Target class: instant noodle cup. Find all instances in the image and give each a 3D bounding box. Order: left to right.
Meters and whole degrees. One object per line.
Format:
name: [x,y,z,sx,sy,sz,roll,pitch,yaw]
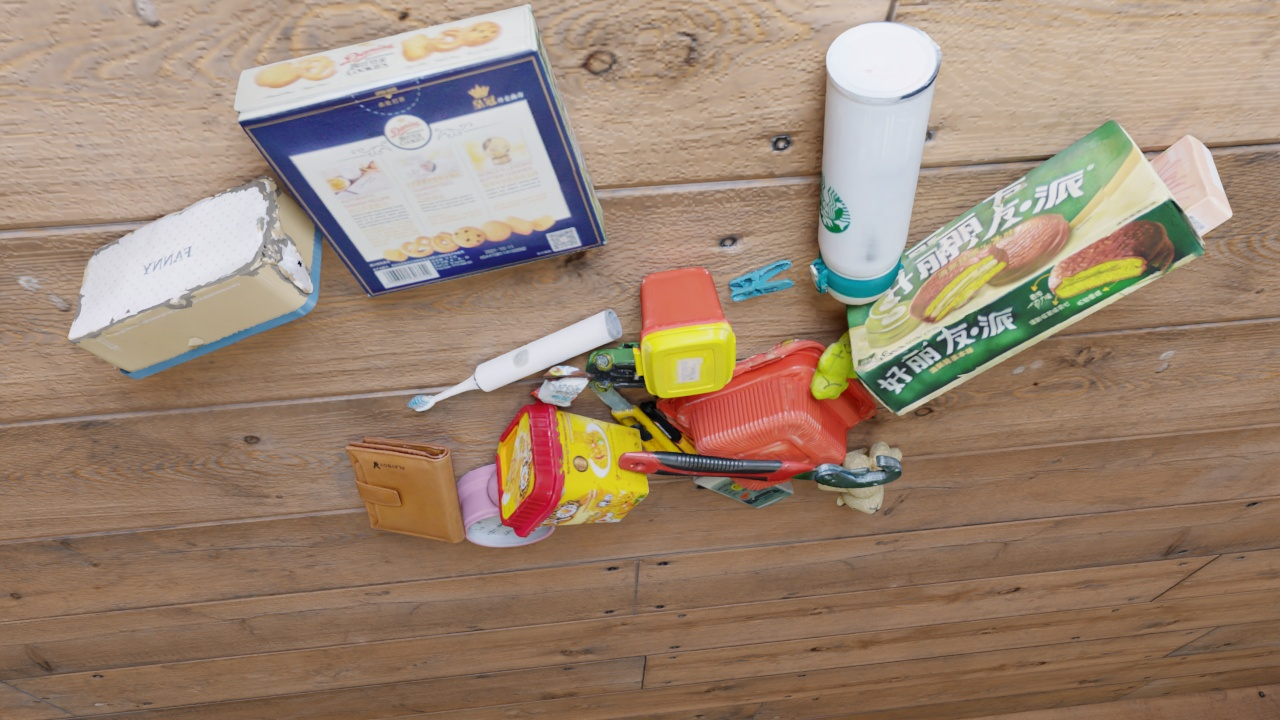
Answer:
instant noodle cup: [-0.066,0.109,0.903,0.123,0.116,0.116,9,144,-27]
instant noodle cup: [0.125,0.064,0.908,0.189,0.079,0.164,-22,141,29]

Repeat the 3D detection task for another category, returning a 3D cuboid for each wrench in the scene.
wrench: [0.115,0.103,0.879,0.273,0.016,0.056,3,146,-5]

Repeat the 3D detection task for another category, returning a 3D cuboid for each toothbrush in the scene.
toothbrush: [-0.117,0.006,0.816,0.221,0.026,0.026,-21,152,21]

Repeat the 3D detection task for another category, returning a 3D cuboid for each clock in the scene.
clock: [-0.134,0.155,1.010,0.117,0.059,0.159,20,138,-36]

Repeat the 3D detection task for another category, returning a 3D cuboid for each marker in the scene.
marker: [0.031,0.072,0.958,0.015,0.018,0.124,-52,140,-6]

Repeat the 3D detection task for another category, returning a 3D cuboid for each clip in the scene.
clip: [0.099,-0.065,0.756,0.056,0.041,0.014,-15,146,23]

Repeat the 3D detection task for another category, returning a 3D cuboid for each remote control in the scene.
remote control: [0.121,0.144,1.083,0.056,0.019,0.135,-30,141,31]

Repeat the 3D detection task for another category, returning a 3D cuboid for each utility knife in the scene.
utility knife: [-0.003,0.069,0.946,0.033,0.015,0.217,-21,145,16]

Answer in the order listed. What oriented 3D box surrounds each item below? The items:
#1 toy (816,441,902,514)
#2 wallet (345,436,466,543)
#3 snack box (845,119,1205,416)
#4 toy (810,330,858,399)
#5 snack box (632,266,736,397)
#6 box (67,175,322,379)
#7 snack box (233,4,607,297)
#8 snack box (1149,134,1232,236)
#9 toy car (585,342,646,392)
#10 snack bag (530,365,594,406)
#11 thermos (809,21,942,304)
toy: [0.257,0.132,1.050,0.105,0.066,0.157,-26,154,-2]
wallet: [-0.239,0.133,0.944,0.108,0.031,0.132,7,131,7]
snack box: [0.269,-0.064,0.682,0.241,0.114,0.063,-34,117,30]
toy: [0.193,-0.008,0.824,0.100,0.031,0.097,-23,138,-31]
snack box: [0.033,-0.024,0.750,0.082,0.080,0.091,-9,148,0]
box: [-0.309,-0.053,0.630,0.185,0.089,0.060,-17,147,19]
snack box: [-0.129,-0.125,0.593,0.178,0.045,0.183,-11,147,5]
snack box: [0.364,-0.094,0.704,0.026,0.084,0.158,33,134,-14]
toy car: [-0.005,0.005,0.827,0.091,0.036,0.043,-2,148,-8]
snack bag: [-0.072,0.023,0.827,0.048,0.026,0.104,1,166,-11]
thermos: [0.156,-0.121,0.638,0.073,0.073,0.224,-9,148,3]
